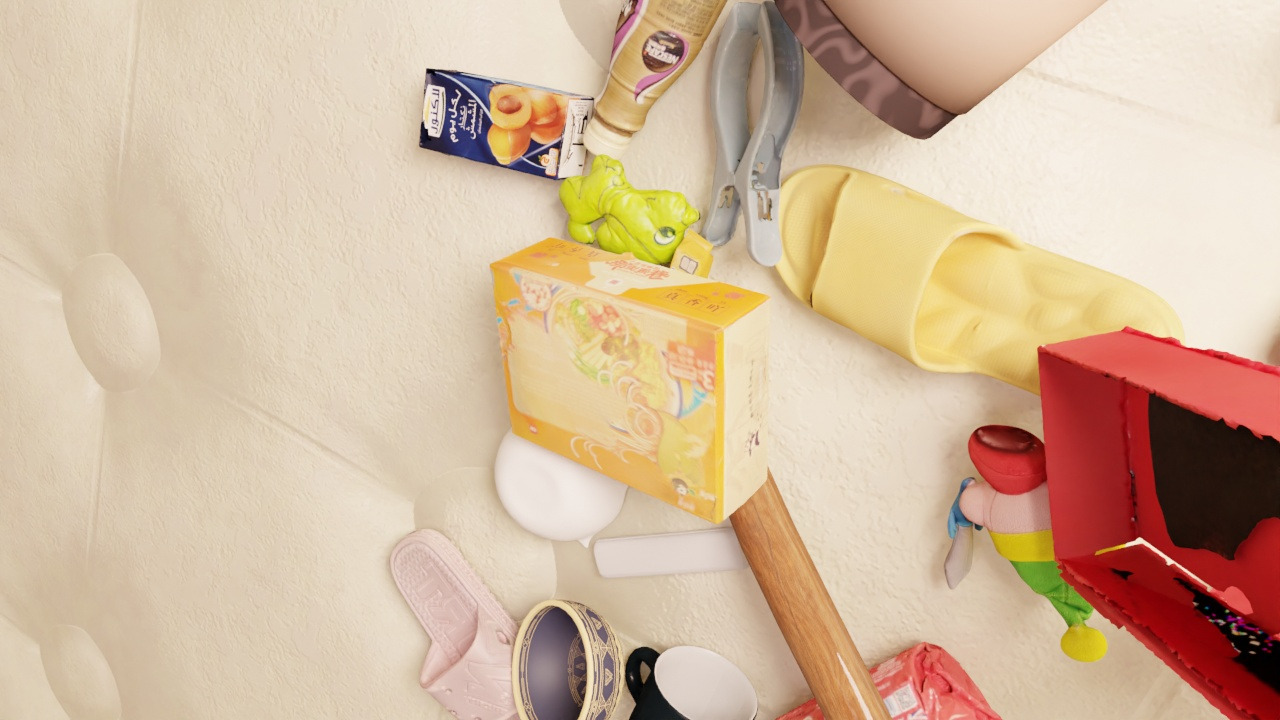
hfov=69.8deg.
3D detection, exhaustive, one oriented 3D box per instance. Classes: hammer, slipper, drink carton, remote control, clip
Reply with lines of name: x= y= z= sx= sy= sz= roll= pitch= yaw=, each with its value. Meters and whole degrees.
hammer: x=0.128 y=0.190 z=0.613 sx=0.158 sy=0.037 sz=0.300 roll=-39 pitch=63 yaw=29
slipper: x=-0.153 y=0.261 z=0.813 sx=0.094 sy=0.064 sz=0.239 roll=-39 pitch=83 yaw=29
slipper: x=0.187 y=-0.040 z=0.559 sx=0.263 sy=0.078 sz=0.100 roll=25 pitch=116 yaw=22
drink carton: x=-0.104 y=-0.178 z=0.691 sx=0.130 sy=0.040 sz=0.064 roll=17 pitch=109 yaw=22
remote control: x=0.022 y=0.154 z=0.727 sx=0.131 sy=0.012 sz=0.033 roll=-11 pitch=98 yaw=28
clip: x=0.079 y=-0.142 z=0.583 sx=0.112 sy=0.028 sz=0.163 roll=-142 pitch=50 yaw=-57

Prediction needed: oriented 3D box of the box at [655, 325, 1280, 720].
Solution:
box: x=0.160 y=0.119 z=0.413 sx=0.351 sy=0.217 sz=0.198 roll=-14 pitch=103 yaw=1

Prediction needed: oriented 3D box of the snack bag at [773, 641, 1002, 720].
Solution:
snack bag: x=0.161 y=0.264 z=0.652 sx=0.177 sy=0.082 sz=0.082 roll=-40 pitch=83 yaw=28

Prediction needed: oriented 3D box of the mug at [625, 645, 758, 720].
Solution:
mug: x=0.025 y=0.278 z=0.725 sx=0.121 sy=0.085 sz=0.095 roll=43 pitch=121 yaw=43

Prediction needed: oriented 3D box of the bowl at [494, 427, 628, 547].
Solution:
bowl: x=-0.073 y=0.096 z=0.738 sx=0.115 sy=0.050 sz=0.115 roll=7 pitch=106 yaw=25

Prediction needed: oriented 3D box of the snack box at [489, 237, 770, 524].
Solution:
snack box: x=-0.004 y=0.004 z=0.640 sx=0.195 sy=0.080 sz=0.145 roll=19 pitch=126 yaw=35

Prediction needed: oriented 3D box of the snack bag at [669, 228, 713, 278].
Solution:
snack bag: x=0.029 y=-0.046 z=0.659 sx=0.026 sy=0.020 sz=0.099 roll=34 pitch=128 yaw=21

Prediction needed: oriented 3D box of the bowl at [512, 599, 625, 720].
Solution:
bowl: x=-0.050 y=0.255 z=0.754 sx=0.113 sy=0.061 sz=0.112 roll=-18 pitch=67 yaw=49

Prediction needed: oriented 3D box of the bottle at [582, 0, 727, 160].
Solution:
bottle: x=0.008 y=-0.211 z=0.618 sx=0.059 sy=0.059 sz=0.166 roll=40 pitch=125 yaw=12

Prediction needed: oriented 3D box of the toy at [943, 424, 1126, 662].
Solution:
toy: x=0.247 y=0.106 z=0.560 sx=0.124 sy=0.096 sz=0.131 roll=-8 pitch=119 yaw=18

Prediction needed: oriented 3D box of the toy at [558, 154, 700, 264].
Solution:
toy: x=-0.009 y=-0.104 z=0.657 sx=0.094 sy=0.036 sz=0.093 roll=-25 pitch=109 yaw=32

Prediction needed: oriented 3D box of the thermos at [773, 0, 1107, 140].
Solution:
thermos: x=0.189 y=-0.239 z=0.464 sx=0.172 sy=0.172 sz=0.227 roll=51 pitch=125 yaw=7
